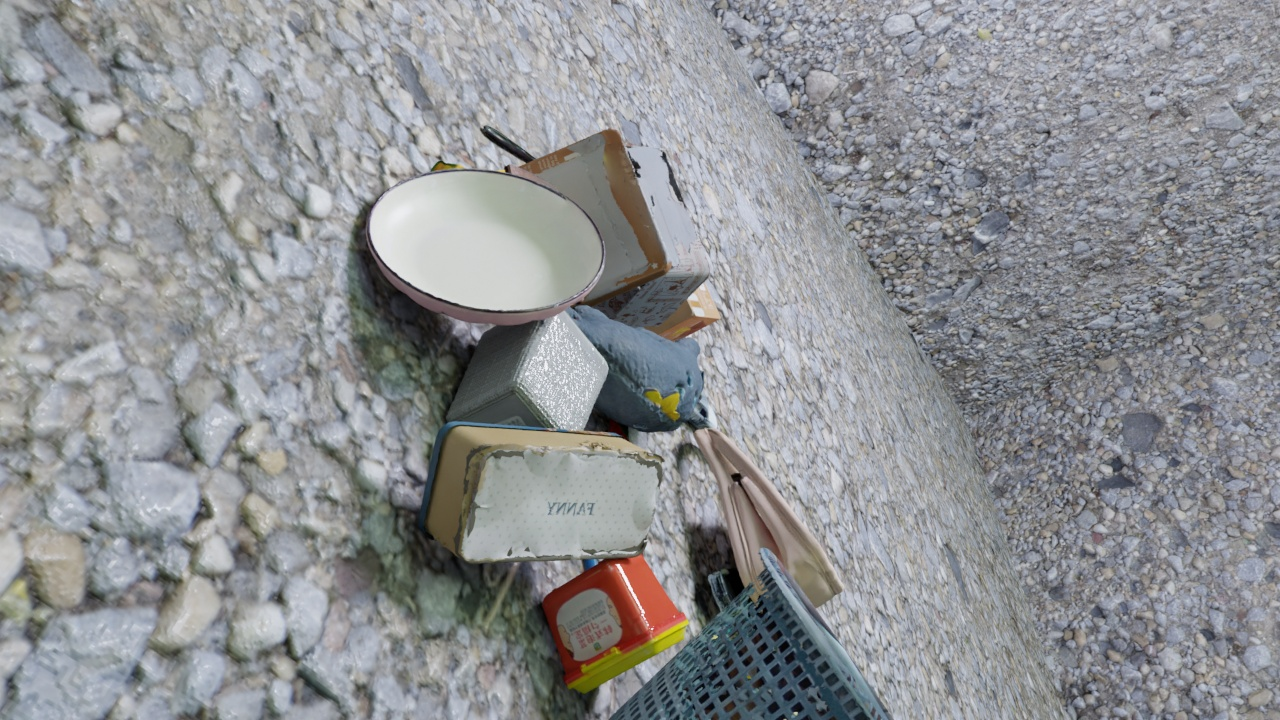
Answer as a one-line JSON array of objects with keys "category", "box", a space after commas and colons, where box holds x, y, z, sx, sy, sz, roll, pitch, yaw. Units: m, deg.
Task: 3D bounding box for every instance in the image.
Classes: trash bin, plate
[{"category": "trash bin", "box": [0.075, 0.278, 0.638, 0.226, 0.195, 0.226, 55, 2, -3]}, {"category": "plate", "box": [-0.126, -0.089, 0.754, 0.192, 0.039, 0.192, 9, 42, -9]}]

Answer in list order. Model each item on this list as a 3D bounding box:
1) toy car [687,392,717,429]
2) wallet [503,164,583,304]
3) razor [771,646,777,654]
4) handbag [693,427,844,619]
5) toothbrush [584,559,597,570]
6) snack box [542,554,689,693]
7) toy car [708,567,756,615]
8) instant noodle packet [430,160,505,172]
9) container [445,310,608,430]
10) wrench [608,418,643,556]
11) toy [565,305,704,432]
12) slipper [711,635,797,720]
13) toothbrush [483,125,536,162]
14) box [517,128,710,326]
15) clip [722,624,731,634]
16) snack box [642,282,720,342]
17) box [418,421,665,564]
[{"category": "toy car", "box": [0.067, 0.057, 1.123, 0.090, 0.034, 0.042, 43, 26, -41]}, {"category": "wallet", "box": [-0.096, -0.116, 0.869, 0.101, 0.032, 0.124, 3, 73, -66]}, {"category": "razor", "box": [0.167, 0.375, 0.970, 0.067, 0.062, 0.167, -21, 89, -37]}, {"category": "handbag", "box": [0.128, 0.173, 1.043, 0.234, 0.093, 0.193, 61, 3, 30]}, {"category": "toothbrush", "box": [-0.051, 0.129, 0.817, 0.016, 0.014, 0.189, 71, 6, -58]}, {"category": "snack box", "box": [-0.023, 0.198, 0.703, 0.080, 0.091, 0.082, 61, 22, 15]}, {"category": "toy car", "box": [0.094, 0.245, 0.967, 0.049, 0.031, 0.105, 68, 13, 18]}, {"category": "instant noodle packet", "box": [-0.139, -0.137, 0.883, 0.128, 0.044, 0.110, -16, 81, -65]}, {"category": "container", "box": [-0.092, 0.027, 0.746, 0.090, 0.090, 0.114, 52, 28, -23]}, {"category": "wrench", "box": [-0.020, 0.099, 0.911, 0.056, 0.016, 0.272, 36, 34, -41]}, {"category": "toy", "box": [-0.005, 0.005, 0.910, 0.356, 0.092, 0.137, 19, 44, -60]}, {"category": "slipper", "box": [0.122, 0.330, 0.877, 0.190, 0.082, 0.091, 55, 21, -24]}, {"category": "toothbrush", "box": [-0.121, -0.233, 1.066, 0.181, 0.018, 0.015, 22, 48, -55]}, {"category": "box", "box": [-0.044, -0.136, 0.990, 0.177, 0.153, 0.182, -5, 65, -31]}, {"category": "clip", "box": [0.087, 0.274, 0.937, 0.056, 0.040, 0.014, 13, 55, -66]}, {"category": "snack box", "box": [0.035, -0.078, 1.145, 0.094, 0.077, 0.092, -1, 66, -66]}, {"category": "box", "box": [-0.071, 0.095, 0.654, 0.184, 0.061, 0.090, 11, 96, -39]}]
